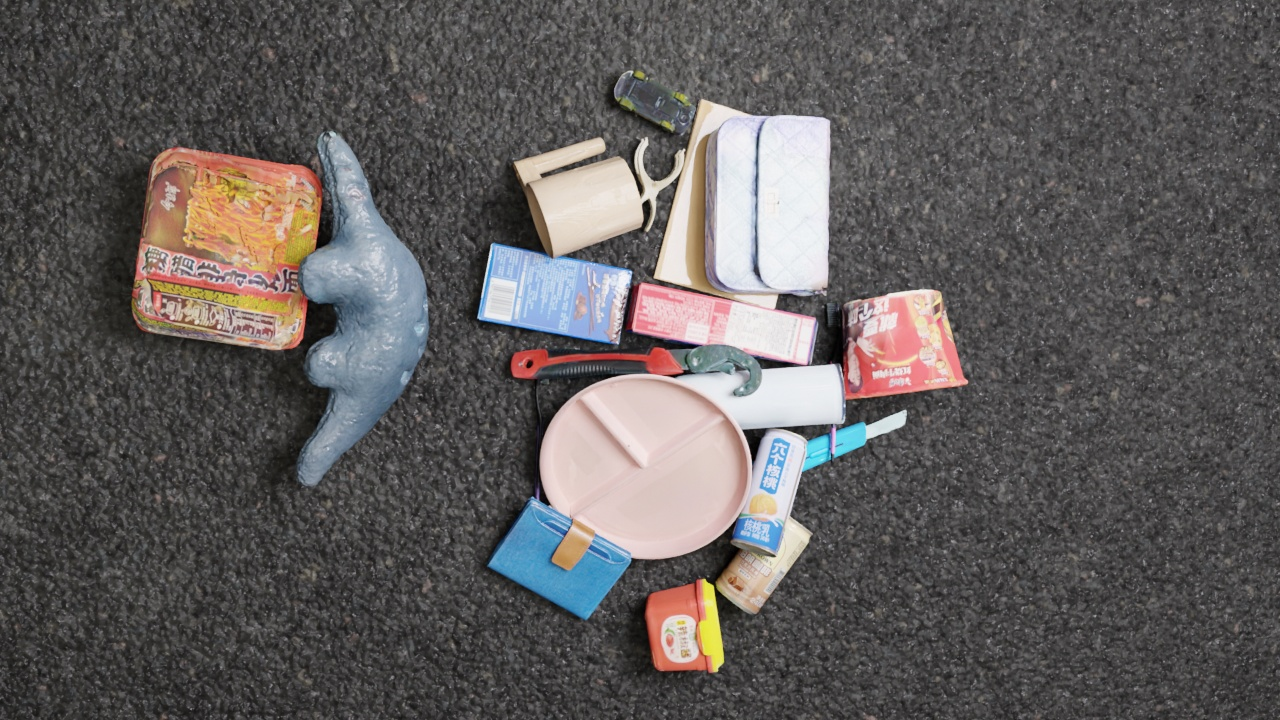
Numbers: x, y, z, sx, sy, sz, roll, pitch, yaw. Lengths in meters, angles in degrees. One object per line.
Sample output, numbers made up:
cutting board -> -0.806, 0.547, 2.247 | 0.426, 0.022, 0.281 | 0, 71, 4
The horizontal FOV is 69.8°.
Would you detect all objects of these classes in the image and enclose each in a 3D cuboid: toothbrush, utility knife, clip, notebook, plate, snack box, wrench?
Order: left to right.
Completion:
toothbrush -> -0.111, 0.089, 1.023 | 0.016, 0.014, 0.189 | 0, 94, -22
snack box -> -0.094, -0.072, 1.007 | 0.157, 0.026, 0.084 | 10, 92, -10
wrench -> -0.006, 0.006, 0.990 | 0.273, 0.016, 0.056 | 3, 71, 7
plate -> 0.005, 0.115, 0.997 | 0.229, 0.028, 0.230 | 2, 114, 4
clip -> 0.025, -0.196, 1.016 | 0.092, 0.035, 0.103 | -9, 100, -7
snack box -> 0.049, 0.301, 1.034 | 0.080, 0.082, 0.091 | -9, 94, 5
snack box -> 0.090, -0.038, 1.025 | 0.207, 0.057, 0.058 | 11, 89, -10
notebook -> 0.110, -0.175, 1.044 | 0.147, 0.008, 0.207 | 15, 92, -10
toothbrush -> 0.222, 0.024, 1.064 | 0.018, 0.014, 0.189 | 2, 87, 1
utility knife -> 0.225, 0.099, 1.076 | 0.199, 0.018, 0.034 | -20, 96, -8

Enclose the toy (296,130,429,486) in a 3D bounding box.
toy -> -0.283, -0.049, 0.935 | 0.137, 0.091, 0.356 | -3, 102, -35

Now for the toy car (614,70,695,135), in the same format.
toy car -> 0.014, -0.282, 1.007 | 0.090, 0.035, 0.042 | 26, 88, -10

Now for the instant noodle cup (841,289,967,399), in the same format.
instant noodle cup -> 0.285, -0.017, 1.024 | 0.138, 0.138, 0.108 | -7, 87, -9

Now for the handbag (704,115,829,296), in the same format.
handbag -> 0.141, -0.167, 1.006 | 0.134, 0.075, 0.194 | -1, 95, -10

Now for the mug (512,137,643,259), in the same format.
mug -> -0.067, -0.179, 0.979 | 0.103, 0.084, 0.124 | -20, 63, -11

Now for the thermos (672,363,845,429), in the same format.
thermos -> 0.108, 0.046, 1.013 | 0.224, 0.073, 0.073 | -4, 94, 4

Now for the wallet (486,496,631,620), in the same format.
wallet -> -0.089, 0.220, 1.013 | 0.133, 0.040, 0.106 | 31, 110, -10

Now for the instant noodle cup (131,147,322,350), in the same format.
instant noodle cup -> -0.411, -0.112, 0.927 | 0.164, 0.079, 0.189 | 10, 93, -10

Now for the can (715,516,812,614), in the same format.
can -> 0.141, 0.228, 1.050 | 0.058, 0.058, 0.116 | 37, 87, -10

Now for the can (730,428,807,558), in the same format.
can -> 0.144, 0.146, 1.017 | 0.053, 0.053, 0.134 | 22, 73, -10
